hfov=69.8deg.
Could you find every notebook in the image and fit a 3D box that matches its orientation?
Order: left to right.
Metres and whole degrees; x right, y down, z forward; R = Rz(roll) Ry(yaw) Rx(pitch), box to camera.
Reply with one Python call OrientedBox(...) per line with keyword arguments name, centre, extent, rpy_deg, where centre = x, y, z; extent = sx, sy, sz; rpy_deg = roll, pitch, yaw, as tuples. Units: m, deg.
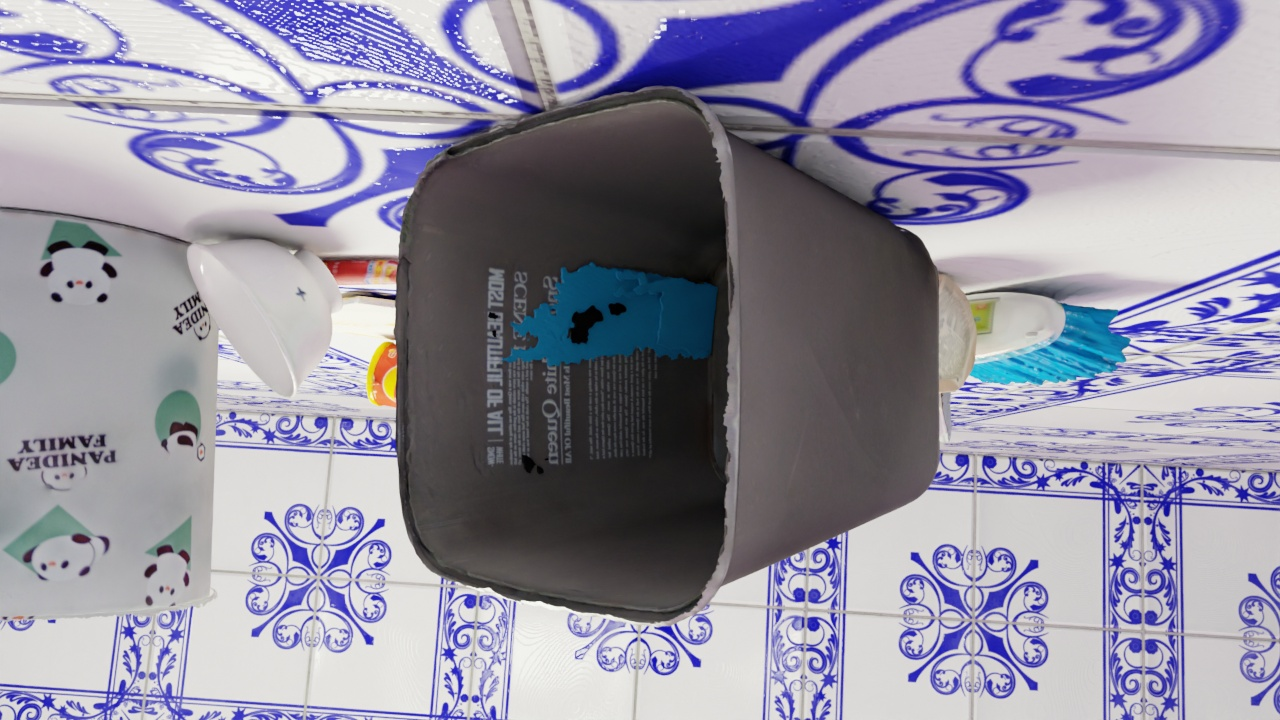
OrientedBox(name="notebook", centre=(-0.254, -0.039, 0.893), extent=(0.145, 0.010, 0.207), rpy_deg=(9, 171, -43))

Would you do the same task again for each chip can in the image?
OrientedBox(name="chip can", centre=(-0.182, 0.035, 0.986), extent=(0.217, 0.073, 0.073), rpy_deg=(12, 174, 10))

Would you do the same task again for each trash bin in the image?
OrientedBox(name="trash bin", centre=(-0.408, 0.040, 0.648), extent=(0.229, 0.251, 0.230), rpy_deg=(4, 172, 0))
OrientedBox(name="trash bin", centre=(0.025, 0.001, 0.445), extent=(0.199, 0.199, 0.219), rpy_deg=(-1, 178, 41))

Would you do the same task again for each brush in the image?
OrientedBox(name="brush", centre=(0.205, -0.017, 0.720), extent=(0.109, 0.060, 0.315), rpy_deg=(14, 171, -28))

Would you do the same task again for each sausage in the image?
OrientedBox(name="sausage", centre=(-0.237, -0.064, 0.670), extent=(0.156, 0.020, 0.020), rpy_deg=(1, 172, 18))

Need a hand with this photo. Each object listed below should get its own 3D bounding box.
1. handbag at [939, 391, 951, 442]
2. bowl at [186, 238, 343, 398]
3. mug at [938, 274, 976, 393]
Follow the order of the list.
OrientedBox(name="handbag", centre=(0.226, 0.039, 0.978), extent=(0.197, 0.098, 0.145), rpy_deg=(0, 166, 23))
OrientedBox(name="bowl", centre=(-0.245, -0.040, 0.626), extent=(0.064, 0.118, 0.118), rpy_deg=(-38, -162, -32))
OrientedBox(name="mug", centre=(0.149, -0.025, 0.618), extent=(0.124, 0.084, 0.104), rpy_deg=(39, 153, -29))
